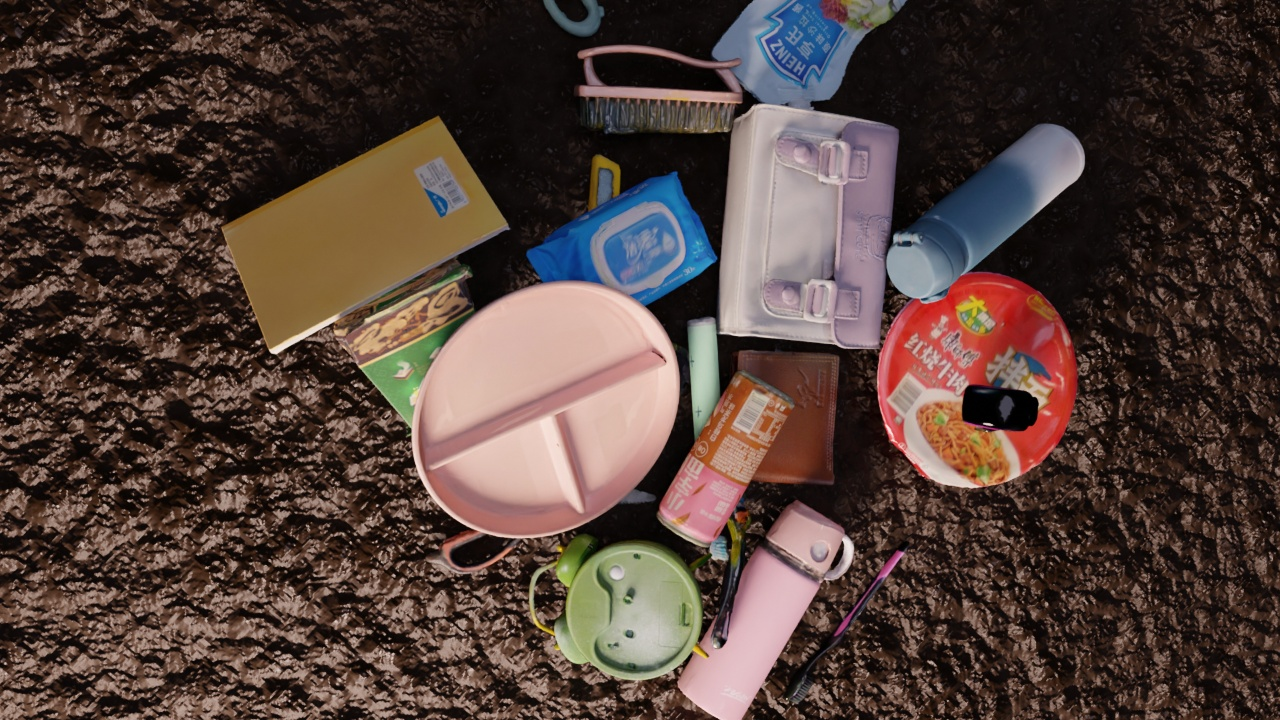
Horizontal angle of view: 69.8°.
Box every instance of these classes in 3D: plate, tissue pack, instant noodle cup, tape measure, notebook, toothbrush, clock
[{"bbox_3d":[-0.074,0.041,0.748,0.229,0.028,0.230,-12,119,-23],"label":"plate"},{"bbox_3d":[-0.012,-0.091,0.783,0.157,0.052,0.095,-31,105,-19],"label":"tissue pack"},{"bbox_3d":[0.296,0.016,0.844,0.193,0.066,0.194,0,92,-10],"label":"instant noodle cup"},{"bbox_3d":[0.305,0.042,0.785,0.057,0.057,0.039,7,92,-17],"label":"tape measure"},{"bbox_3d":[-0.227,-0.108,0.744,0.206,0.010,0.146,-30,61,-7],"label":"notebook"},{"bbox_3d":[0.198,0.247,0.866,0.018,0.014,0.189,41,86,-18],"label":"toothbrush"},{"bbox_3d":[0.062,0.073,0.827,0.026,0.027,0.224,-14,102,-50],"label":"toothbrush"},{"bbox_3d":[-0.019,0.210,0.799,0.161,0.056,0.116,2,91,8],"label":"clock"}]

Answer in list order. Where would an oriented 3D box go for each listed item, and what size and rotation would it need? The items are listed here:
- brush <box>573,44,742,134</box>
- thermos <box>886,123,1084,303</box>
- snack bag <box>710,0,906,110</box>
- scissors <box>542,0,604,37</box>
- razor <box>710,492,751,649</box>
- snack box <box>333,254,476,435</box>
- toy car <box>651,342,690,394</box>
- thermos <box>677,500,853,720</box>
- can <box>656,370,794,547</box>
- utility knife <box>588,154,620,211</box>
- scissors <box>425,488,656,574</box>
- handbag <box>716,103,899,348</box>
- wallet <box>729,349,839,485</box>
[{"bbox_3d":[0.017,-0.231,0.788,0.145,0.063,0.073,-1,105,-8],"label":"brush"},{"bbox_3d":[0.303,-0.131,0.808,0.220,0.070,0.070,-37,98,-23],"label":"thermos"},{"bbox_3d":[0.160,-0.310,0.823,0.110,0.039,0.191,40,87,-20],"label":"snack bag"},{"bbox_3d":[-0.016,-0.370,0.802,0.178,0.019,0.173,-2,92,-8],"label":"scissors"},{"bbox_3d":[0.080,0.181,0.807,0.022,0.042,0.142,-1,69,30],"label":"razor"},{"bbox_3d":[-0.173,-0.013,0.754,0.117,0.118,0.105,-28,109,-7],"label":"snack box"},{"bbox_3d":[-0.005,0.005,0.813,0.106,0.031,0.049,6,93,-23],"label":"toy car"},{"bbox_3d":[0.119,0.227,0.829,0.087,0.067,0.198,34,86,-23],"label":"thermos"},{"bbox_3d":[0.072,0.083,0.786,0.058,0.058,0.147,29,94,-9],"label":"can"},{"bbox_3d":[-0.037,-0.105,0.811,0.033,0.015,0.154,3,92,-12],"label":"utility knife"},{"bbox_3d":[-0.096,0.110,0.812,0.222,0.015,0.189,20,89,-9],"label":"scissors"},{"bbox_3d":[0.149,-0.112,0.804,0.145,0.098,0.197,4,92,-15],"label":"handbag"},{"bbox_3d":[0.132,0.052,0.838,0.101,0.032,0.124,2,93,-11],"label":"wallet"}]
